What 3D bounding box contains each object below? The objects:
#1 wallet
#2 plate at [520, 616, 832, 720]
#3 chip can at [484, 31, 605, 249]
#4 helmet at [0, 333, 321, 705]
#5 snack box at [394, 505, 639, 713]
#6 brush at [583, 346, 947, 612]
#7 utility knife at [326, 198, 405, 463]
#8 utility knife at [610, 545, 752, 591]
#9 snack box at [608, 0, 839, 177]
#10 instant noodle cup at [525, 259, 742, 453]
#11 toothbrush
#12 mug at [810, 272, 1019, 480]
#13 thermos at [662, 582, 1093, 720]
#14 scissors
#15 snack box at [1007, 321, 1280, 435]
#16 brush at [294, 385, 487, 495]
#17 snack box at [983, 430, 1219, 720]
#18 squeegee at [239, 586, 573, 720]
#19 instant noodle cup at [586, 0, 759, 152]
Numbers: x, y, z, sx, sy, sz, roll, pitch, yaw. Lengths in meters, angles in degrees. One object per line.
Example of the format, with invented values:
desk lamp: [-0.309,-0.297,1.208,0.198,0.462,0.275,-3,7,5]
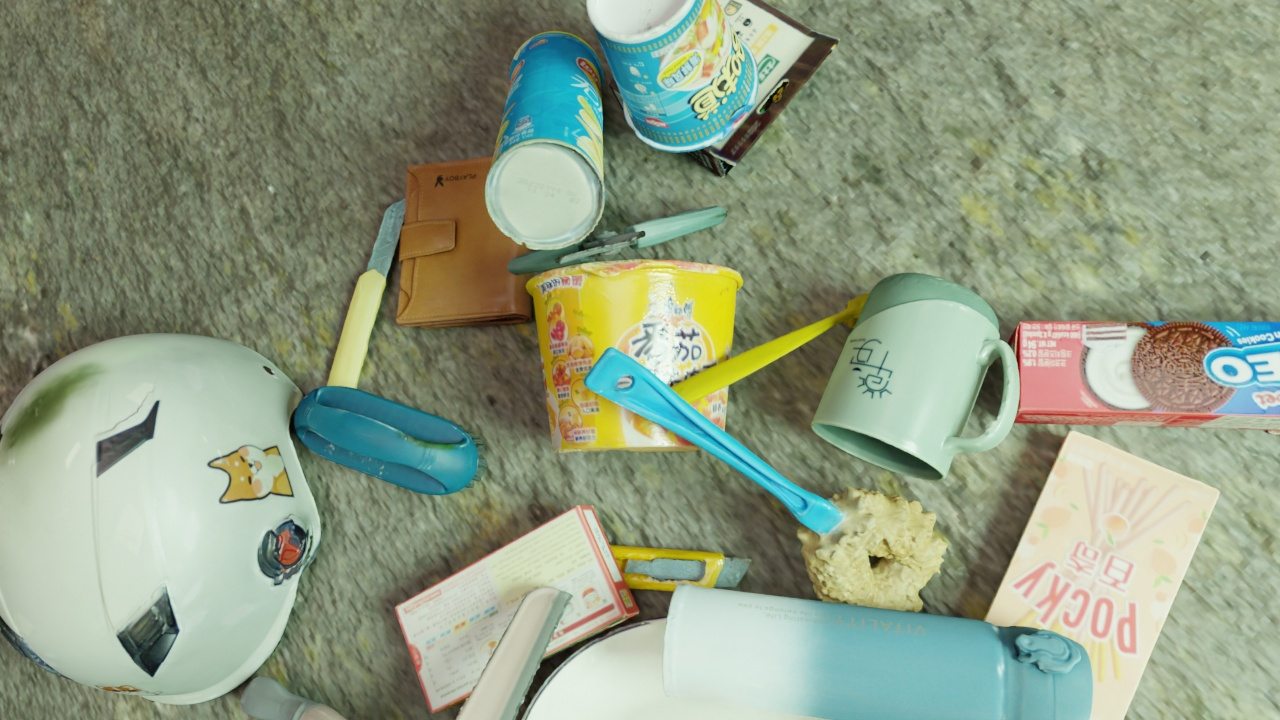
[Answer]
wallet: [-0.131,-0.090,0.694,0.108,0.031,0.131,-2,74,13]
plate: [0.023,0.233,0.519,0.192,0.039,0.192,-5,36,4]
chip can: [-0.059,-0.153,0.607,0.071,0.071,0.209,-19,34,10]
helmet: [-0.360,0.103,0.641,0.230,0.157,0.273,-6,74,15]
snack box: [-0.084,0.164,0.604,0.156,0.027,0.077,-30,71,15]
brush: [0.074,0.070,0.514,0.254,0.046,0.083,35,100,-18]
utility knife: [-0.216,-0.027,0.707,0.031,0.022,0.212,11,86,17]
utility knife: [-0.011,0.134,0.608,0.171,0.015,0.033,0,79,17]
snack box: [0.060,-0.202,0.656,0.125,0.053,0.113,40,89,20]
instant noodle cup: [-0.003,0.003,0.583,0.138,0.138,0.109,-3,83,15]
toothbrush: [0.081,-0.004,0.558,0.189,0.017,0.015,-24,56,-32]
mug: [0.171,0.010,0.545,0.112,0.082,0.106,15,75,48]
thermos: [0.123,0.165,0.501,0.221,0.070,0.070,3,76,14]
scissors: [-0.030,-0.076,0.611,0.181,0.169,0.019,-8,101,33]
snack box: [0.322,0.010,0.525,0.208,0.058,0.057,1,79,16]
brush: [-0.181,0.055,0.644,0.144,0.073,0.055,17,85,13]
snack box: [0.257,0.128,0.528,0.084,0.026,0.157,24,83,20]
squeegee: [-0.194,0.232,0.576,0.250,0.040,0.247,0,54,40]
instant noodle cup: [0.018,-0.203,0.586,0.099,0.110,0.099,-6,71,17]
